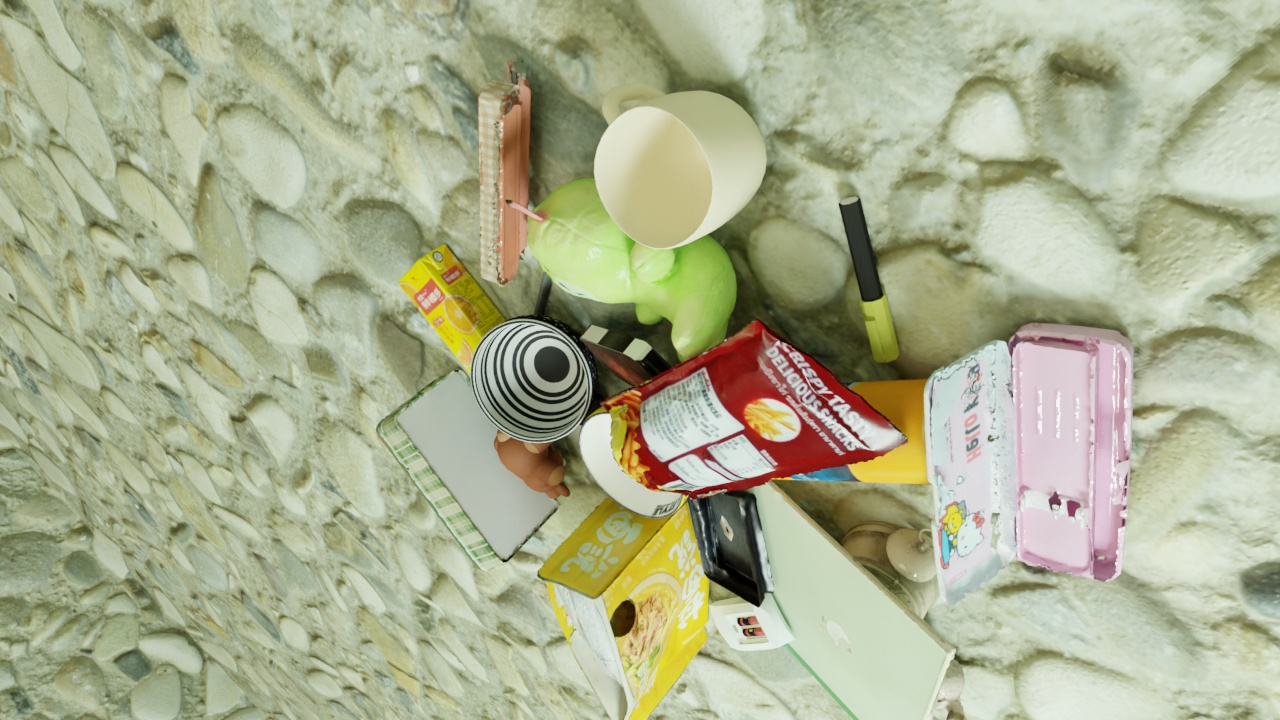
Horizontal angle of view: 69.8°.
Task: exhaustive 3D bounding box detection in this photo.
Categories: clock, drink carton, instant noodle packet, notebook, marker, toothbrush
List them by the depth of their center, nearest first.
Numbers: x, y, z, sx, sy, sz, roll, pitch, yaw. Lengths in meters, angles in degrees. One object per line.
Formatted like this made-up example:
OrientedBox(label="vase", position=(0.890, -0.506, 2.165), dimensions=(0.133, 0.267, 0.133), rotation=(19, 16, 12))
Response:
OrientedBox(label="marker", position=(0.162, -0.056, 0.653), dimensions=(0.018, 0.021, 0.124), rotation=(0, 119, 40))
OrientedBox(label="clock", position=(0.210, 0.179, 0.767), dimensions=(0.093, 0.054, 0.141), rotation=(39, 140, 11))
OrientedBox(label="notebook", position=(0.156, 0.219, 0.808), dimensions=(0.252, 0.010, 0.182), rotation=(42, 144, 40))
OrientedBox(label="toothbrush", position=(-0.097, -0.044, 0.887), dimensions=(0.013, 0.012, 0.168), rotation=(41, 139, 20))
OrientedBox(label="instant noodle packet", position=(0.005, 0.252, 0.915), dimensions=(0.084, 0.162, 0.222), rotation=(5, 124, 36))
OrientedBox(label="drink carton", position=(-0.181, -0.048, 0.934), dimensions=(0.134, 0.042, 0.059), rotation=(52, 136, -6))

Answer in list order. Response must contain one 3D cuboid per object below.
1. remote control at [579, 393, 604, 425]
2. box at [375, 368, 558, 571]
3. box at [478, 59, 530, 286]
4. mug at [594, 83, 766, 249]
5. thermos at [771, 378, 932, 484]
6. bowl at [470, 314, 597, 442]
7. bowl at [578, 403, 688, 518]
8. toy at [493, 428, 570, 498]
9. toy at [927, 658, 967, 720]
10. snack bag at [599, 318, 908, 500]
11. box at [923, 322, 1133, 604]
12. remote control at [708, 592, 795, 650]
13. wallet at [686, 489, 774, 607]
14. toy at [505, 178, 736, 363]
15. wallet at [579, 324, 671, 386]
OrientedBox(label="remote control", position=(-0.094, 0.038, 0.942), dimensions=(0.152, 0.020, 0.041), rotation=(11, 128, 35))
OrientedBox(label="box", position=(-0.187, 0.120, 1.013), dimensions=(0.051, 0.117, 0.205), rotation=(-25, 105, 43))
OrientedBox(label="box", position=(-0.111, -0.154, 0.772), dimensions=(0.041, 0.082, 0.187), rotation=(20, 131, 13))
OrientedBox(label="mug", position=(0.028, -0.146, 0.638), dimensions=(0.120, 0.099, 0.096), rotation=(52, 133, 4))
OrientedBox(label="thermos", position=(0.132, 0.049, 0.723), dimensions=(0.233, 0.076, 0.091), rotation=(-4, 89, 42))
OrientedBox(label="bowl", position=(-0.094, 0.011, 0.876), dimensions=(0.120, 0.066, 0.120), rotation=(4, 107, 14))
OrientedBox(label="bowl", position=(0.008, 0.080, 0.851), dimensions=(0.117, 0.067, 0.117), rotation=(22, 132, 26))
OrientedBox(label="toy", position=(-0.107, 0.106, 0.978), dimensions=(0.095, 0.065, 0.128), rotation=(28, 159, 32))
OrientedBox(label="toy", position=(0.244, 0.281, 0.801), dimensions=(0.074, 0.085, 0.106), rotation=(-8, 108, 19))
OrientedBox(label="snack bag", position=(0.068, 0.048, 0.669), dimensions=(0.139, 0.066, 0.208), rotation=(45, 143, -18))
OrientedBox(label="box", position=(0.263, 0.071, 0.633), dimensions=(0.146, 0.077, 0.202), rotation=(-9, 119, 9))
OrientedBox(label="remote control", position=(0.102, 0.260, 0.904), dimensions=(0.049, 0.024, 0.144), rotation=(62, 156, 8))
OrientedBox(label="wallet", position=(0.084, 0.163, 0.855), dimensions=(0.089, 0.026, 0.115), rotation=(18, 125, 56))
OrientedBox(label="toy", position=(-0.008, -0.080, 0.721), dimensions=(0.197, 0.107, 0.150), rotation=(42, 179, 10))
OrientedBox(label="wallet", position=(-0.005, 0.005, 0.790), dimensions=(0.072, 0.019, 0.123), rotation=(44, 170, -23))
